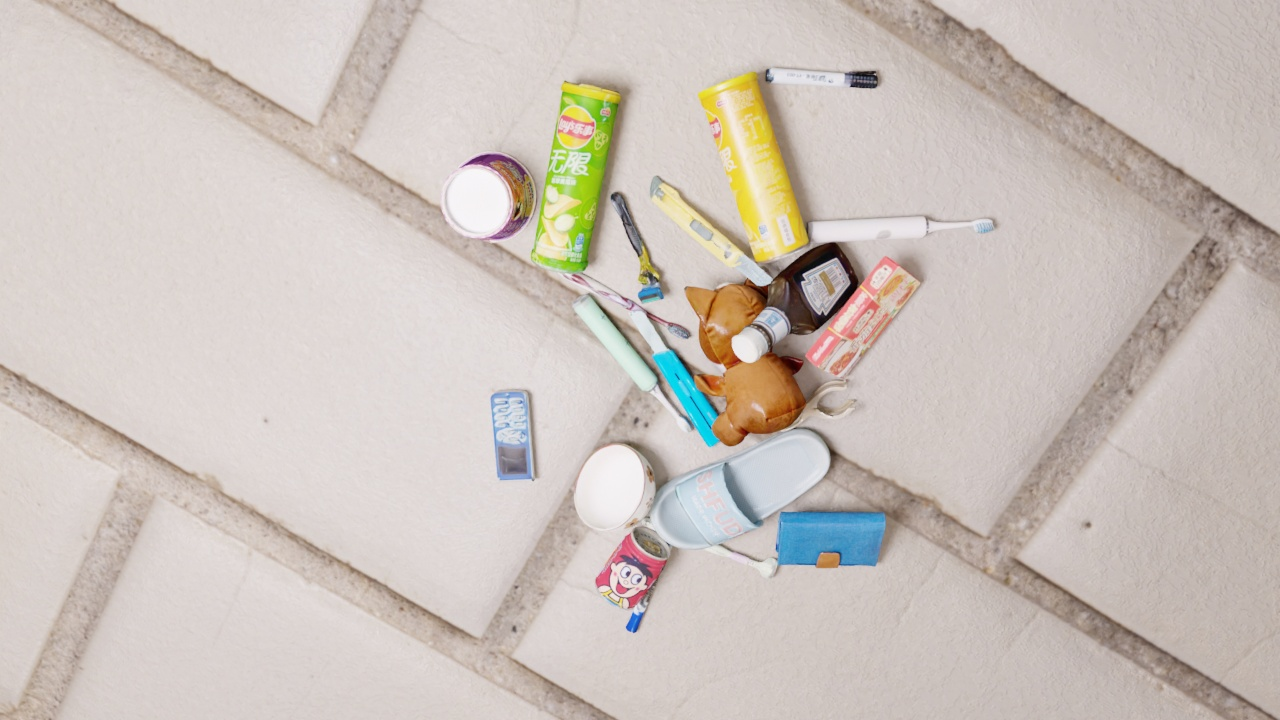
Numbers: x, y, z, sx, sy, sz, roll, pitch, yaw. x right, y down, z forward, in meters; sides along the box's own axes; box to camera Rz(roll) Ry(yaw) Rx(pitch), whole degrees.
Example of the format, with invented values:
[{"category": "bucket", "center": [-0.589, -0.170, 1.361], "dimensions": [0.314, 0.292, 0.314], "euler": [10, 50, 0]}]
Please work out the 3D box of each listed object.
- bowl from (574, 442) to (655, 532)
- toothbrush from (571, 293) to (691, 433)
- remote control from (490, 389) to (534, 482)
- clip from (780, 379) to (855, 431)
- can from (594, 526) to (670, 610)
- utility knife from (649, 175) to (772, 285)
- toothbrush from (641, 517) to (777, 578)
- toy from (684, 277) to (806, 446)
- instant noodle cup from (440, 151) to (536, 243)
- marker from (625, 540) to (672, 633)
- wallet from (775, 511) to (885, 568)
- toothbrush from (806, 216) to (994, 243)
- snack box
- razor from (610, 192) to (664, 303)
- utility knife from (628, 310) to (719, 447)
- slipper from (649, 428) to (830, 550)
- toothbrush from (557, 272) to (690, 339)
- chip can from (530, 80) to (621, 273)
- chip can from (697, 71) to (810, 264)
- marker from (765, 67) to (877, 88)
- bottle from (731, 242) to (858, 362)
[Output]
[{"category": "bowl", "center": [-0.023, 0.167, 1.177], "dimensions": [0.113, 0.113, 0.062], "euler": [-49, 138, 12]}, {"category": "toothbrush", "center": [-0.007, 0.007, 1.165], "dimensions": [0.027, 0.027, 0.224], "euler": [-36, 99, 24]}, {"category": "remote control", "center": [-0.166, 0.100, 1.198], "dimensions": [0.049, 0.024, 0.125], "euler": [-1, 102, 4]}, {"category": "clip", "center": [0.217, 0.046, 1.160], "dimensions": [0.104, 0.034, 0.081], "euler": [-6, 106, 13]}, {"category": "can", "center": [-0.010, 0.272, 1.205], "dimensions": [0.066, 0.066, 0.094], "euler": [32, 109, -4]}, {"category": "utility knife", "center": [0.082, -0.153, 1.107], "dimensions": [0.195, 0.020, 0.031], "euler": [40, 115, 5]}, {"category": "toothbrush", "center": [0.090, 0.247, 1.222], "dimensions": [0.189, 0.020, 0.029], "euler": [21, 97, -1]}, {"category": "toy", "center": [0.123, -0.006, 1.112], "dimensions": [0.139, 0.131, 0.199], "euler": [-20, 95, -35]}, {"category": "instant noodle cup", "center": [-0.184, -0.191, 1.091], "dimensions": [0.111, 0.099, 0.111], "euler": [0, 104, 2]}, {"category": "marker", "center": [0.013, 0.304, 1.241], "dimensions": [0.017, 0.017, 0.146], "euler": [21, 104, -2]}, {"category": "wallet", "center": [0.242, 0.230, 1.178], "dimensions": [0.133, 0.040, 0.106], "euler": [0, 138, 5]}, {"category": "toothbrush", "center": [0.312, -0.159, 1.105], "dimensions": [0.221, 0.027, 0.026], "euler": [-2, 62, 4]}, {"category": "snack box", "center": [0.270, -0.050, 1.112], "dimensions": [0.153, 0.075, 0.025], "euler": [-54, 54, 13]}, {"category": "razor", "center": [-0.005, -0.141, 1.133], "dimensions": [0.043, 0.022, 0.143], "euler": [-11, 103, 51]}, {"category": "utility knife", "center": [0.046, 0.021, 1.164], "dimensions": [0.034, 0.018, 0.207], "euler": [-31, 103, 12]}, {"category": "slipper", "center": [0.130, 0.170, 1.170], "dimensions": [0.245, 0.074, 0.104], "euler": [-29, 99, 6]}, {"category": "toothbrush", "center": [-0.021, -0.071, 1.151], "dimensions": [0.187, 0.017, 0.016], "euler": [27, 107, -4]}, {"category": "chip can", "center": [-0.079, -0.214, 1.092], "dimensions": [0.072, 0.072, 0.221], "euler": [13, 105, 0]}, {"category": "chip can", "center": [0.135, -0.224, 1.077], "dimensions": [0.072, 0.072, 0.213], "euler": [-20, 102, 8]}, {"category": "marker", "center": [0.212, -0.332, 1.074], "dimensions": [0.131, 0.018, 0.022], "euler": [5, 95, 2]}, {"category": "bottle", "center": [0.178, -0.063, 1.068], "dimensions": [0.194, 0.044, 0.080], "euler": [-40, 103, -32]}]
